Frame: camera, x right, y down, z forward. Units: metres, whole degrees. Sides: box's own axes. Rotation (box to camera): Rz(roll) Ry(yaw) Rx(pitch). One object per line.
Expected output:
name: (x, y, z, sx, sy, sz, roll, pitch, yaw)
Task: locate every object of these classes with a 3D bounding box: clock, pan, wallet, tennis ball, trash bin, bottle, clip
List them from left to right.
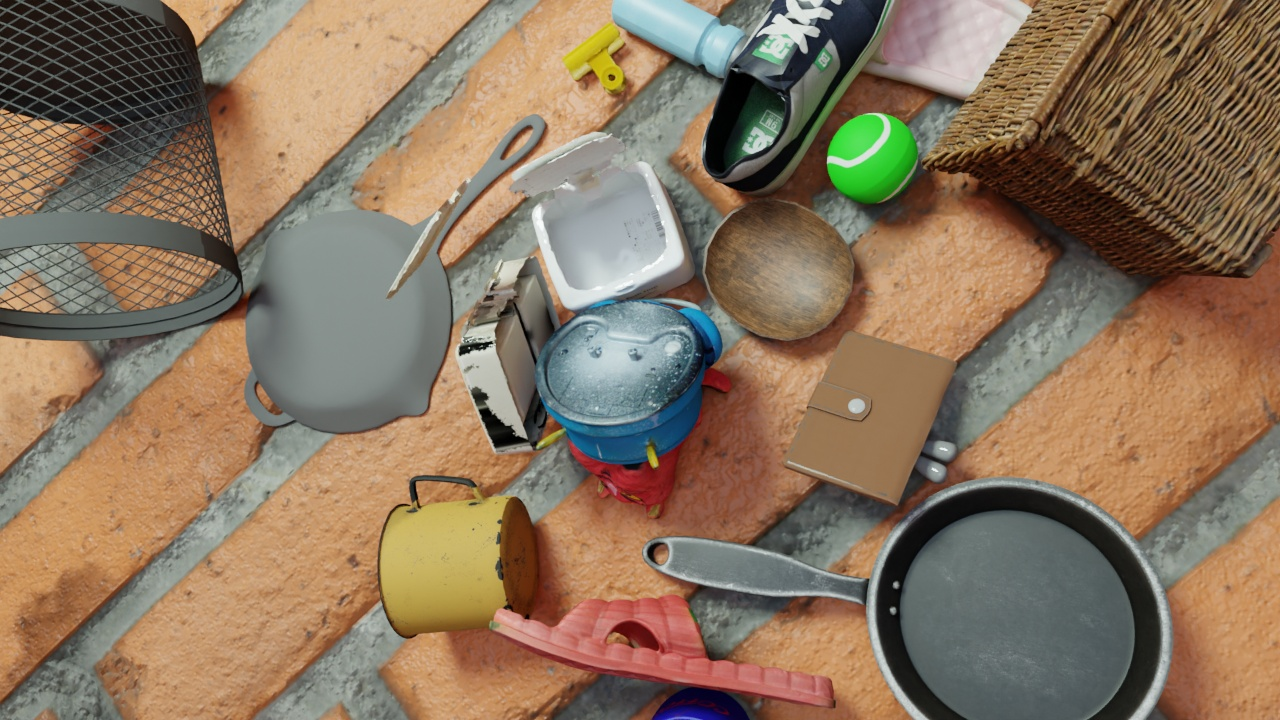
trash bin: (-0.450, -0.157, 0.740, 0.218, 0.217, 0.227, -14, 77, 10)
pan: (-0.210, -0.079, 0.773, 0.354, 0.024, 0.216, -44, 77, 4)
clip: (-0.031, -0.244, 0.757, 0.054, 0.044, 0.049, -36, 120, 5)
clock: (-0.004, 0.004, 0.651, 0.117, 0.060, 0.161, 8, 47, 23)
bottle: (0.040, -0.260, 0.731, 0.130, 0.040, 0.040, 31, 91, 13)
wallet: (0.164, 0.038, 0.659, 0.087, 0.013, 0.120, 19, 67, 27)
tennis ball: (0.171, -0.149, 0.679, 0.065, 0.065, 0.065, -1, 84, 12)
pan: (0.172, 0.166, 0.652, 0.357, 0.055, 0.187, 5, 75, 25)

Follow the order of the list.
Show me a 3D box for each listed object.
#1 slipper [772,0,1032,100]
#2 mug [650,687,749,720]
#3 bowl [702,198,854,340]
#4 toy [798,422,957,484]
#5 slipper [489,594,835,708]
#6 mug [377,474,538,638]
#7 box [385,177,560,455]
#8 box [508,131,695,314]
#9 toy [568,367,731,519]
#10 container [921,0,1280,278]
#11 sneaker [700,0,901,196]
slipper: (0.197, -0.265, 0.691, 0.221, 0.055, 0.107, 31, 93, 12)
mug: (0.041, 0.298, 0.650, 0.079, 0.083, 0.111, -12, 82, 10)
bowl: (0.106, -0.068, 0.704, 0.114, 0.026, 0.102, 35, 91, 13)
toy: (0.174, 0.055, 0.672, 0.112, 0.030, 0.049, 23, 89, 29)
slipper: (0.019, 0.197, 0.648, 0.248, 0.104, 0.059, 14, 69, -8)
mug: (-0.135, 0.143, 0.691, 0.094, 0.100, 0.124, -8, 102, 9)
box: (-0.119, -0.040, 0.654, 0.070, 0.143, 0.186, -10, 118, 12)
box: (-0.032, -0.108, 0.682, 0.109, 0.136, 0.121, -21, 81, 7)
toy: (0.012, 0.055, 0.704, 0.088, 0.094, 0.132, 31, 62, 35)
container: (0.348, -0.181, 0.586, 0.183, 0.162, 0.250, 36, 95, -5)
sneaker: (0.115, -0.230, 0.657, 0.084, 0.079, 0.236, 35, 109, 23)
